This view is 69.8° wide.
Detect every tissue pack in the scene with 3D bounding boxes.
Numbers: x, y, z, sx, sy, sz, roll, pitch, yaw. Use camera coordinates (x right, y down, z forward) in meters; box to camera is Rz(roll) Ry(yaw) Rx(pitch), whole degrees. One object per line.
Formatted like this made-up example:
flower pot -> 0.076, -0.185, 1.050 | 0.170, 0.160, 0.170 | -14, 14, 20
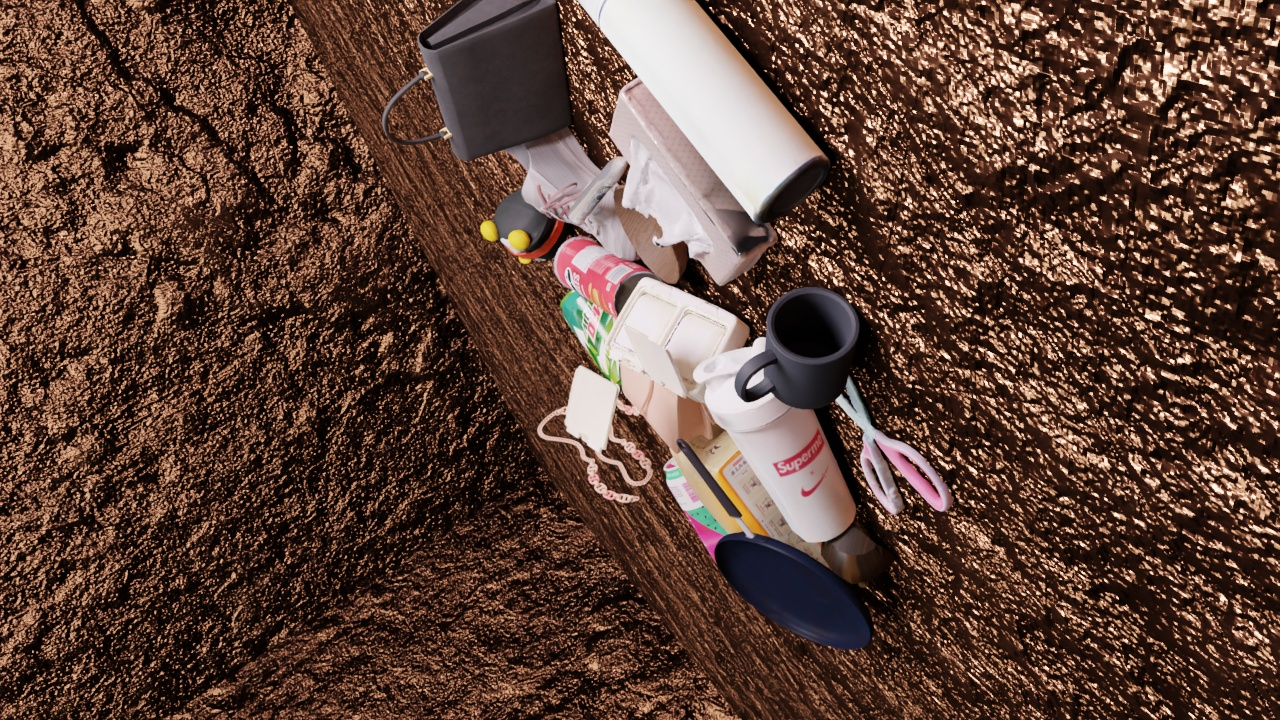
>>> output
tissue pack -> 0.035, -0.150, 0.805 | 0.181, 0.071, 0.104 | 53, 165, 3

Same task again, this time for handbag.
handbag -> -0.179, -0.283, 0.958 | 0.072, 0.195, 0.176 | 52, 165, 22
handbag -> -0.016, 0.045, 1.057 | 0.198, 0.187, 0.117 | 47, 152, 50

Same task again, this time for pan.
pan -> 0.133, 0.204, 1.008 | 0.199, 0.021, 0.356 | 1, 136, 49

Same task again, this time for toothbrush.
toothbrush -> -0.030, -0.188, 0.938 | 0.186, 0.022, 0.024 | -34, 64, 57

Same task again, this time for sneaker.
sneaker -> -0.087, -0.192, 1.067 | 0.236, 0.089, 0.099 | 52, 166, 19

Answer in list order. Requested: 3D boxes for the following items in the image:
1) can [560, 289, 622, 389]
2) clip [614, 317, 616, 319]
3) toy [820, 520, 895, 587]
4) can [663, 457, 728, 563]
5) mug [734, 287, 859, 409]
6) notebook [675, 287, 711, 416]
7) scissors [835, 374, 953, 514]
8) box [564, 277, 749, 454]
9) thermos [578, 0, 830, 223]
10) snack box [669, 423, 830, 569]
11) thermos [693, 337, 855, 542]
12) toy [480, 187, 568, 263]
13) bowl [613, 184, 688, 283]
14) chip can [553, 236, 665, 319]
can -> -0.041, -0.039, 1.265 | 0.144, 0.083, 0.083 | 54, 166, 12
clip -> -0.004, -0.036, 1.161 | 0.076, 0.047, 0.023 | 57, 167, -18
toy -> 0.228, 0.208, 0.959 | 0.076, 0.062, 0.100 | 4, 147, 25
can -> 0.106, 0.201, 1.283 | 0.166, 0.088, 0.088 | 59, 166, -6
mug -> 0.122, -0.001, 0.742 | 0.071, 0.105, 0.077 | 56, 168, 28
notebook -> 0.059, 0.003, 1.150 | 0.210, 0.022, 0.169 | 61, 165, -14
scissors -> 0.207, 0.077, 0.819 | 0.172, 0.014, 0.159 | 50, 164, 27
box -> -0.006, 0.006, 0.929 | 0.143, 0.194, 0.101 | 26, 176, 40
thermos -> 0.040, -0.204, 0.656 | 0.230, 0.067, 0.068 | 55, 166, 13
snack box -> 0.131, 0.173, 1.102 | 0.195, 0.080, 0.145 | 53, 168, -17
thermos -> 0.143, 0.078, 0.905 | 0.220, 0.099, 0.099 | 58, 168, -28
toy -> -0.148, -0.185, 1.295 | 0.098, 0.099, 0.119 | 21, 170, 36
bowl -> 0.017, -0.137, 0.957 | 0.118, 0.030, 0.118 | 52, 166, 19
chip can -> -0.039, -0.098, 1.118 | 0.073, 0.073, 0.233 | 63, 168, -24
